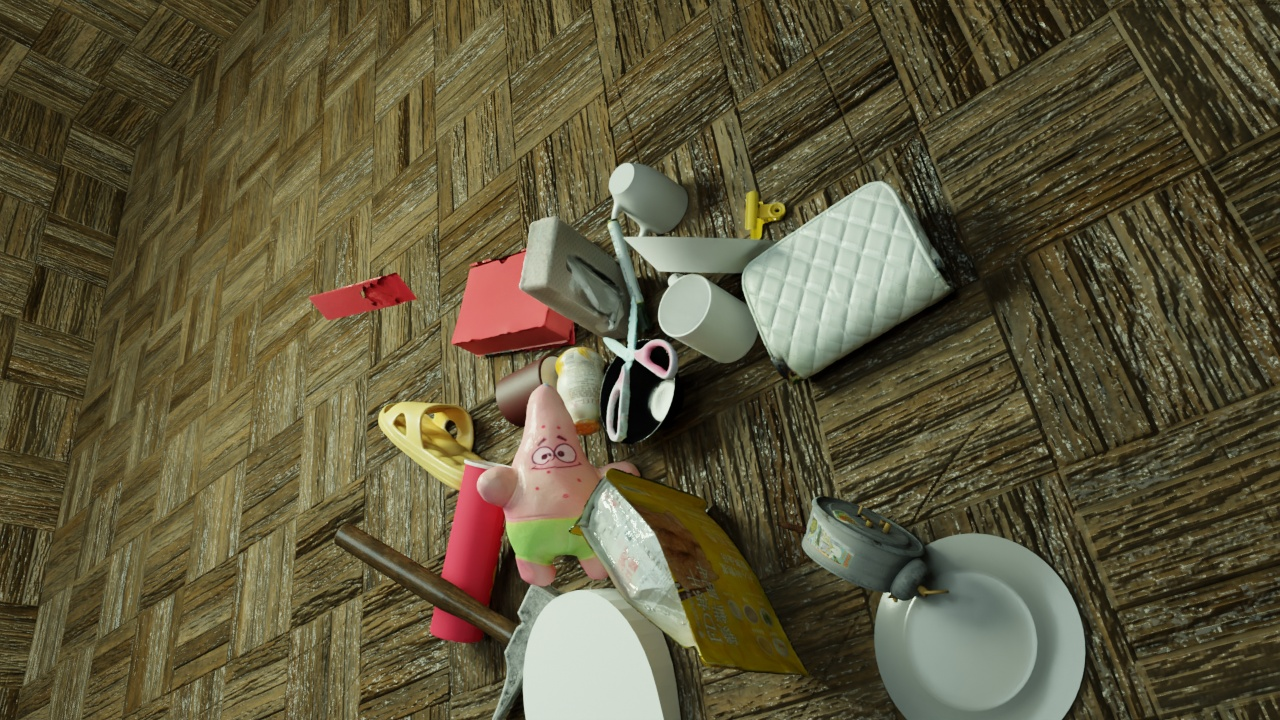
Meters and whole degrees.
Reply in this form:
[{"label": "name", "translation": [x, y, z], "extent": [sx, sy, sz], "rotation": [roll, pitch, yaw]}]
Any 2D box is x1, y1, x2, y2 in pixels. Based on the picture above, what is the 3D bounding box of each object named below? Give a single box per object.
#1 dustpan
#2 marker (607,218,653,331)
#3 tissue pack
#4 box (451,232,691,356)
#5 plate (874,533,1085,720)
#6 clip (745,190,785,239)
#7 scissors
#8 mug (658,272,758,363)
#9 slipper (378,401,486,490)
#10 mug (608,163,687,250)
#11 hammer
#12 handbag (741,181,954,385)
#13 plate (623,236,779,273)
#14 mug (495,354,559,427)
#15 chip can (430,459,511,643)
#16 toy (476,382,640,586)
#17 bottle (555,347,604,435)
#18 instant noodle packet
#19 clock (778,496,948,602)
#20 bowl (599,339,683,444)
[{"label": "dustpan", "translation": [-0.038, 0.380, 0.995], "extent": [0.192, 0.053, 0.257], "rotation": [-28, 65, 32]}, {"label": "marker", "translation": [-0.014, -0.107, 1.149], "extent": [0.017, 0.017, 0.146], "rotation": [-18, 89, 37]}, {"label": "tissue pack", "translation": [-0.064, -0.092, 1.123], "extent": [0.071, 0.181, 0.103], "rotation": [-7, 66, 30]}, {"label": "box", "translation": [-0.100, -0.114, 1.397], "extent": [0.213, 0.373, 0.148], "rotation": [-9, 98, 41]}, {"label": "plate", "translation": [0.275, 0.233, 0.767], "extent": [0.179, 0.012, 0.178], "rotation": [-20, 58, 36]}, {"label": "clip", "translation": [0.143, -0.172, 1.073], "extent": [0.046, 0.048, 0.054], "rotation": [143, 137, -60]}, {"label": "scissors", "translation": [-0.012, 0.015, 1.045], "extent": [0.170, 0.013, 0.175], "rotation": [31, 108, 56]}, {"label": "mug", "translation": [0.070, -0.058, 1.041], "extent": [0.074, 0.090, 0.110], "rotation": [-46, 46, 18]}, {"label": "slipper", "translation": [-0.285, 0.102, 1.300], "extent": [0.263, 0.099, 0.078], "rotation": [30, 106, 42]}, {"label": "mug", "translation": [-0.003, -0.197, 1.177], "extent": [0.071, 0.089, 0.107], "rotation": [33, 95, 47]}, {"label": "hammer", "translation": [-0.263, 0.315, 1.118], "extent": [0.301, 0.037, 0.217], "rotation": [26, 91, 14]}, {"label": "handbag", "translation": [0.207, -0.077, 0.934], "extent": [0.195, 0.072, 0.138], "rotation": [-33, 60, 28]}, {"label": "plate", "translation": [0.067, -0.118, 1.030], "extent": [0.174, 0.173, 0.036], "rotation": [8, 99, 45]}, {"label": "mug", "translation": [-0.130, 0.055, 1.204], "extent": [0.083, 0.073, 0.105], "rotation": [-25, 84, 34]}, {"label": "chip can", "translation": [-0.212, 0.241, 1.168], "extent": [0.069, 0.069, 0.220], "rotation": [8, 85, 45]}, {"label": "toy", "translation": [-0.096, 0.139, 1.068], "extent": [0.097, 0.192, 0.236], "rotation": [129, 135, -64]}, {"label": "bottle", "translation": [-0.073, 0.039, 1.153], "extent": [0.063, 0.063, 0.108], "rotation": [-28, 54, 32]}, {"label": "instant noodle packet", "translation": [0.051, 0.216, 0.879], "extent": [0.084, 0.163, 0.221], "rotation": [-53, 44, 10]}, {"label": "clock", "translation": [0.204, 0.166, 0.805], "extent": [0.148, 0.103, 0.056], "rotation": [31, 104, 42]}, {"label": "bowl", "translation": [0.013, 0.041, 1.075], "extent": [0.124, 0.052, 0.124], "rotation": [-19, 62, 42]}]
